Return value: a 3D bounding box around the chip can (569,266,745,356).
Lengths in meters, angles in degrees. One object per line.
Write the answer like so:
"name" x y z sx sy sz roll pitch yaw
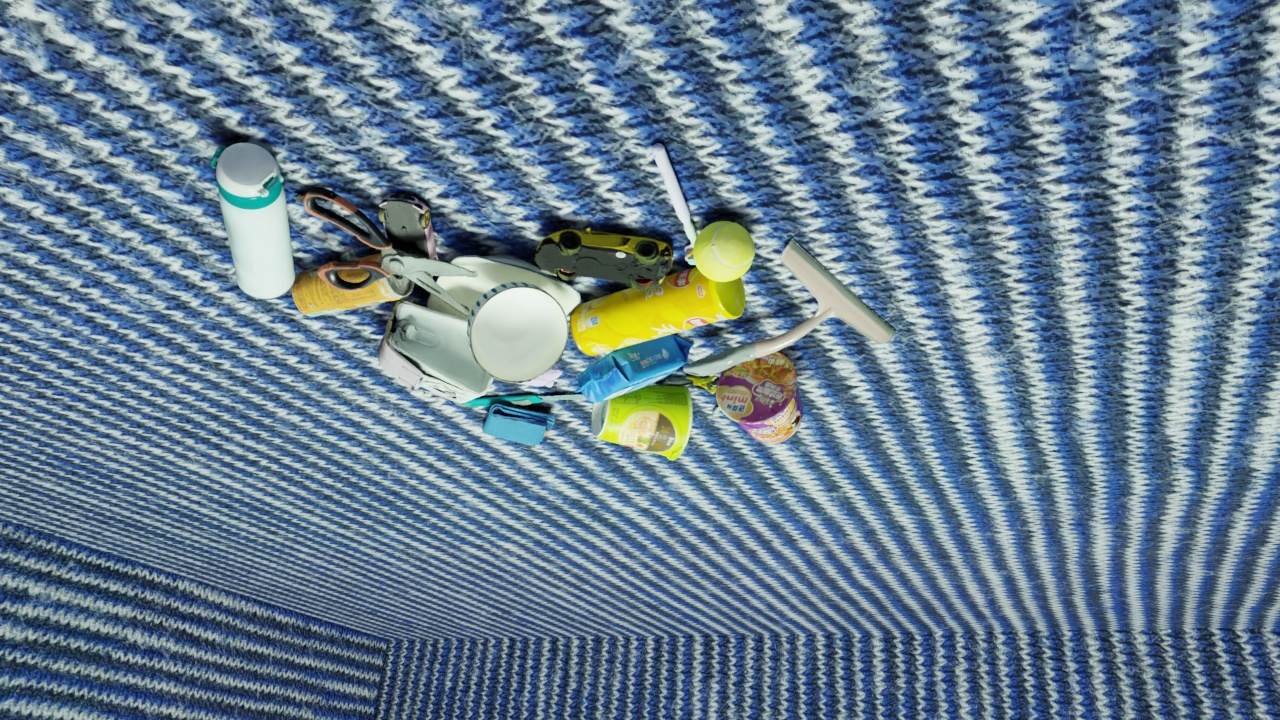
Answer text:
"chip can" 0.017 -0.062 1.096 0.214 0.072 0.072 -14 148 34

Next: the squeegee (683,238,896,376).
"squeegee" 0.153 -0.023 1.141 0.250 0.040 0.247 -26 141 33

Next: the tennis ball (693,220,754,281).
"tennis ball" 0.089 -0.117 0.980 0.065 0.065 0.066 4 153 2

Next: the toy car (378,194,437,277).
"toy car" -0.258 -0.139 1.029 0.056 0.037 0.123 7 141 1

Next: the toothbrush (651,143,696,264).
"toothbrush" 0.038 -0.160 0.956 0.021 0.029 0.189 -37 148 -6

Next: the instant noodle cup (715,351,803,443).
"instant noodle cup" 0.170 0.057 1.247 0.112 0.111 0.099 -7 147 23

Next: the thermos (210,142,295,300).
"thermos" -0.421 -0.150 1.003 0.073 0.073 0.225 11 152 -12

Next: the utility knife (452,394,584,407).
"utility knife" -0.191 0.062 1.433 0.223 0.013 0.029 -5 154 18

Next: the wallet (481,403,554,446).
"wallet" -0.198 0.104 1.484 0.106 0.040 0.133 12 161 -11

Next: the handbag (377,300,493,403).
"handbag" -0.265 -0.005 1.186 0.145 0.098 0.197 25 166 -14

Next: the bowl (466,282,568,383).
"bowl" -0.148 -0.039 1.072 0.116 0.116 0.066 20 -169 -27

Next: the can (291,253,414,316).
"can" -0.349 -0.092 1.110 0.146 0.058 0.058 -8 150 24

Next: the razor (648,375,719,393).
"razor" 0.061 0.031 1.294 0.143 0.022 0.043 4 146 0

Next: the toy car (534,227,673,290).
"toy car" -0.040 -0.117 1.026 0.156 0.041 0.071 5 153 -4

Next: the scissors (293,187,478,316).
"scissors" -0.288 -0.115 1.018 0.227 0.015 0.189 -8 125 26

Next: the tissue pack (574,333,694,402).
"tissue pack" -0.007 0.007 1.211 0.156 0.052 0.095 -18 170 -42

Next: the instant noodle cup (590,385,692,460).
"instant noodle cup" -0.003 0.081 1.319 0.123 0.111 0.112 9 153 -18

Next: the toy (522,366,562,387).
"toy" -0.170 0.015 1.310 0.108 0.039 0.084 9 161 -11

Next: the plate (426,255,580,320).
"plate" -0.167 -0.084 1.120 0.163 0.034 0.165 17 151 -22

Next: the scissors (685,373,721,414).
"scissors" 0.142 0.045 1.344 0.173 0.012 0.163 29 144 -35
